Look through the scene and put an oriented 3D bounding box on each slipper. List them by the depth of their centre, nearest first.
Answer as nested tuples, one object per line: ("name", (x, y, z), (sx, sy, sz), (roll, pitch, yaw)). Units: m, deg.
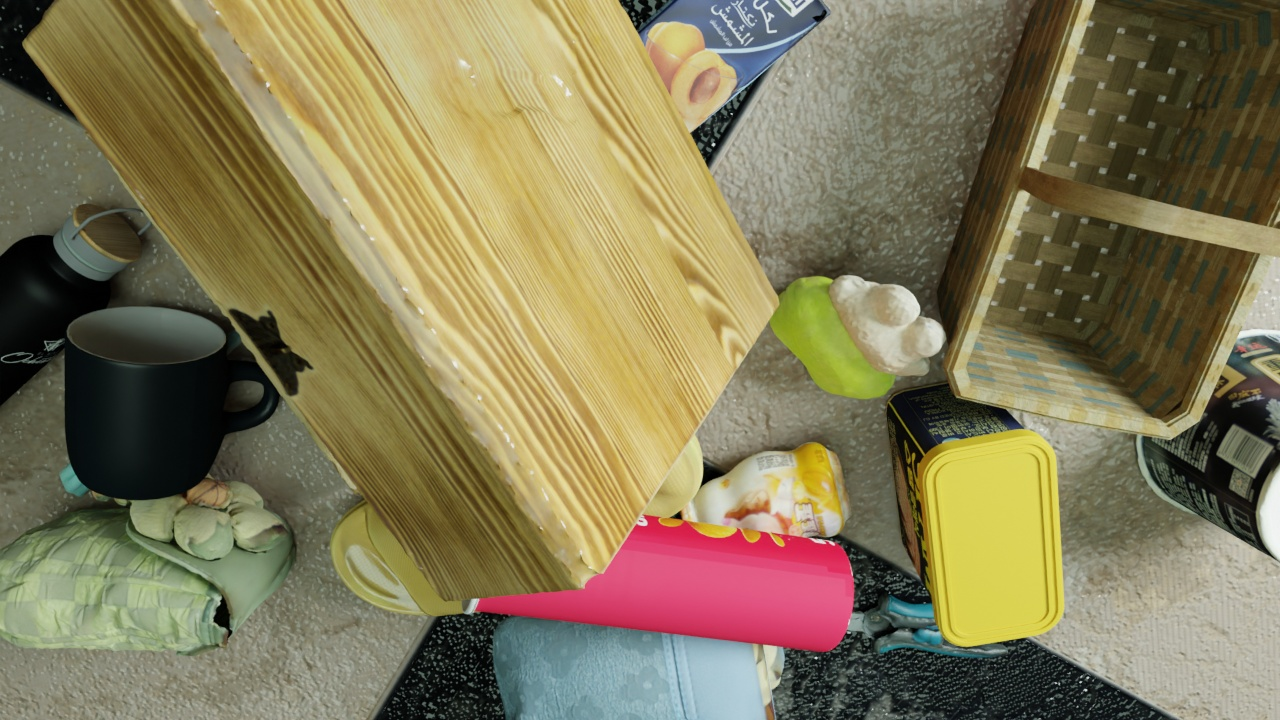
("slipper", (-0.083, 0.109, 0.588), (0.264, 0.078, 0.099), (-24, 111, 11))

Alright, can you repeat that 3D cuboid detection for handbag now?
("handbag", (-0.325, 0.123, 0.595), (0.186, 0.113, 0.117), (5, 103, -1))
("handbag", (0.001, 0.215, 0.630), (0.192, 0.118, 0.121), (-19, 69, 17))

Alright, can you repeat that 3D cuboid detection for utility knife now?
("utility knife", (-0.326, 0.036, 0.612), (0.180, 0.015, 0.022), (-37, 118, 13))

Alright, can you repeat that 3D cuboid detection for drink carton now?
("drink carton", (0.037, -0.178, 0.519), (0.130, 0.040, 0.064), (-38, 106, 13))

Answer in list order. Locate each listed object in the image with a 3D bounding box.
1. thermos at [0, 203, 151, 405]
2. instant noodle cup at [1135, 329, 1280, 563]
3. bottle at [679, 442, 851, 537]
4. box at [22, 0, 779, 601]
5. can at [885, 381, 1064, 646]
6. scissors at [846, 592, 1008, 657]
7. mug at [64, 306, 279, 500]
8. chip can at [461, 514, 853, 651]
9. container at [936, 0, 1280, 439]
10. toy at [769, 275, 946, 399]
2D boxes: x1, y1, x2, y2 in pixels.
("thermos", (-0.390, -0.022, 0.567), (0.231, 0.061, 0.061), (-37, 106, 12))
("instant noodle cup", (0.402, 0.062, 0.567), (0.137, 0.112, 0.137), (0, 110, 1))
("bottle", (0.081, 0.093, 0.606), (0.108, 0.063, 0.063), (-14, 109, 7))
("box", (-0.136, -0.065, 0.503), (0.316, 0.281, 0.279), (-17, 113, 41))
("can", (0.207, 0.091, 0.582), (0.075, 0.104, 0.135), (-11, 110, 4))
("scissors", (0.200, 0.198, 0.667), (0.128, 0.019, 0.140), (-41, 103, 14))
("mug", (-0.286, 0.025, 0.569), (0.121, 0.085, 0.095), (-5, 119, -40))
("chip can", (0.012, 0.125, 0.539), (0.220, 0.069, 0.069), (11, 110, -15))
("container", (0.264, -0.081, 0.475), (0.157, 0.186, 0.250), (11, 110, -4))
("toy", (0.130, -0.016, 0.550), (0.092, 0.115, 0.046), (49, 64, -13))
